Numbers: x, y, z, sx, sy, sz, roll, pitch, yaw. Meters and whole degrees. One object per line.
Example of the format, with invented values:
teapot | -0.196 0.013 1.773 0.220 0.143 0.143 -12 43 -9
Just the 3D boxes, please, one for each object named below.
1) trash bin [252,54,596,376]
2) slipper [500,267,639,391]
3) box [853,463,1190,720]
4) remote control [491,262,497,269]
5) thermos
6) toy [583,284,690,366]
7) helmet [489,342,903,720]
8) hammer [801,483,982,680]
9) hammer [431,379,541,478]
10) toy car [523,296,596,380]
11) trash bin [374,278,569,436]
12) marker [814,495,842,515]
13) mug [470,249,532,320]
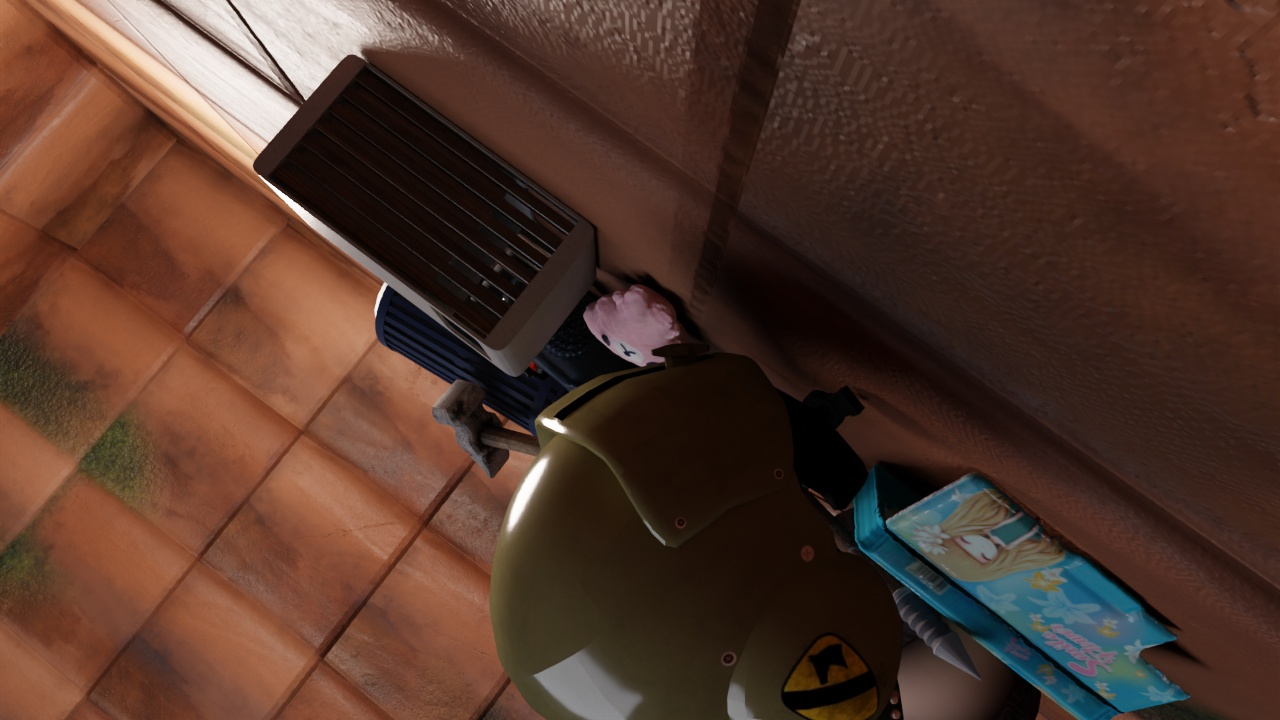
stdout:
trash bin | -0.157 -0.105 0.711 0.229 0.114 0.114 36 171 5
slipper | -0.010 0.009 0.826 0.083 0.101 0.263 -1 144 49
box | 0.259 0.168 0.643 0.227 0.083 0.172 38 171 -4
remote control | -0.204 -0.142 1.019 0.125 0.018 0.038 44 169 -28
thermos | 0.243 0.244 0.821 0.173 0.172 0.226 25 159 53
toy | 0.002 -0.027 0.712 0.099 0.052 0.096 33 158 5
helmet | 0.036 0.107 0.536 0.233 0.255 0.250 37 170 -21
hammer | 0.148 0.129 0.735 0.322 0.043 0.156 47 179 42
hammer | -0.069 0.091 0.878 0.319 0.048 0.121 8 140 40
toy car | -0.081 -0.026 0.869 0.051 0.100 0.049 37 165 16
trash bin | -0.164 -0.019 1.014 0.249 0.139 0.139 29 169 16
marker | 0.184 0.159 1.028 0.126 0.025 0.025 28 167 45
mug | -0.118 -0.063 0.893 0.071 0.077 0.105 39 171 -9
